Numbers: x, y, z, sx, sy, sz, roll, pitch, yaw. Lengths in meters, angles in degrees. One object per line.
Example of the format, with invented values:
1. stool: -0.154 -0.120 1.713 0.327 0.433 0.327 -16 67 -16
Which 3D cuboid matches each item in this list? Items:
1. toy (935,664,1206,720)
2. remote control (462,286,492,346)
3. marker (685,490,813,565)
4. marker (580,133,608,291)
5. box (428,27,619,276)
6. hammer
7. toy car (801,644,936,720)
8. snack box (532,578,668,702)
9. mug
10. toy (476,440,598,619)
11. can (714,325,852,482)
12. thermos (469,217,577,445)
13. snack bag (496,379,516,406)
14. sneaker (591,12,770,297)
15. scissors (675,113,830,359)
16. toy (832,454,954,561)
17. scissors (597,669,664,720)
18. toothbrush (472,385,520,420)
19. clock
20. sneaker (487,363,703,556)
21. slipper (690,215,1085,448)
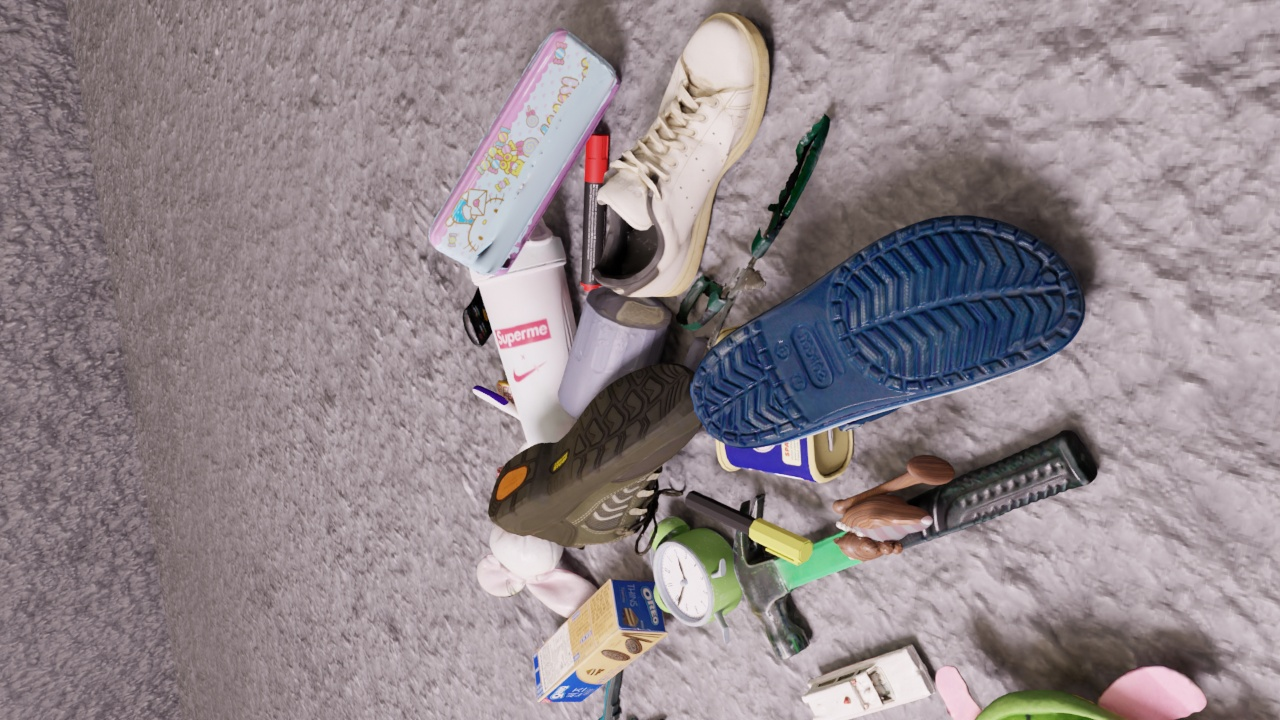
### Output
1. toy: 0.265 0.275 0.580 0.190 0.087 0.239 45 128 8
2. remote control: -0.163 -0.051 0.943 0.151 0.020 0.041 -99 -10 -73
3. marker: 0.084 0.134 0.743 0.124 0.017 0.021 18 113 45
4. marker: -0.043 -0.137 0.857 0.023 0.021 0.145 -123 34 -66
5. box: -0.111 -0.183 0.797 0.089 0.092 0.214 38 98 37
6. hammer: 0.181 0.125 0.673 0.320 0.032 0.130 -38 72 46
7. toy car: 0.173 0.256 0.712 0.113 0.039 0.039 -42 69 46
8. snack box: -0.046 0.294 0.948 0.207 0.057 0.056 -52 39 43
9. mug: -0.005 0.005 0.819 0.124 0.083 0.104 25 119 15
10. toy: -0.119 0.180 0.989 0.159 0.084 0.194 4 101 28
11. can: 0.109 0.033 0.708 0.092 0.056 0.116 5 105 46
12. thermos: -0.101 -0.031 0.903 0.100 0.099 0.220 -7 100 49
13. snack bag: -0.127 0.038 1.000 0.099 0.020 0.026 9 106 46
14. sneaker: 0.017 -0.154 0.721 0.089 0.102 0.242 41 128 34
15. scissors: 0.078 -0.084 0.702 0.201 0.015 0.202 -64 12 -5
16. toy: 0.169 0.106 0.629 0.102 0.041 0.054 -40 49 53
17. scissors: -0.022 0.383 0.983 0.156 0.019 0.124 -23 83 48
18. toothbrush: -0.112 0.068 0.974 0.187 0.016 0.015 30 146 30
19. clock: 0.047 0.194 0.830 0.119 0.042 0.094 14 112 49
20. sneaker: -0.008 0.109 0.787 0.239 0.143 0.100 -35 31 32
21. slipper: 0.152 -0.014 0.605 0.253 0.095 0.105 -22 78 25
